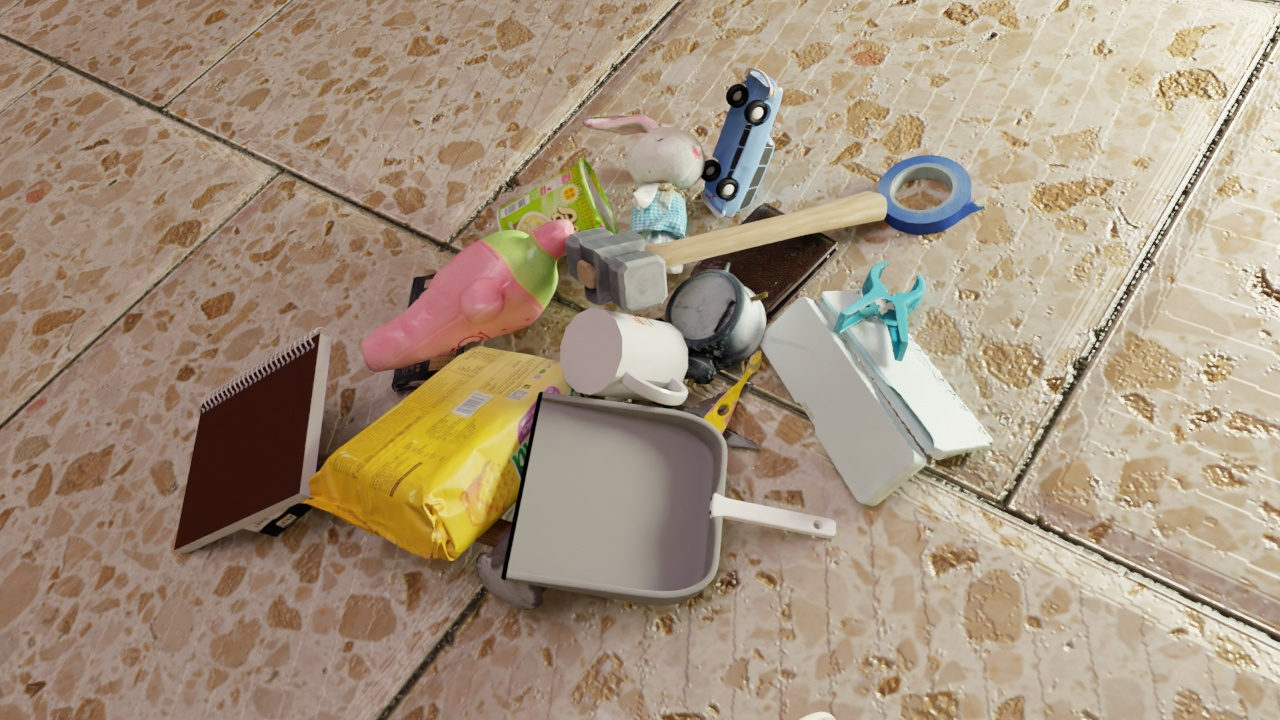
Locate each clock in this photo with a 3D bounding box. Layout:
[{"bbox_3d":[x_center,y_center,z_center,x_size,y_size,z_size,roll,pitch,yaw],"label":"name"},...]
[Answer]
[{"bbox_3d":[0.059,-0.028,0.862,0.129,0.052,0.090,-48,50,3],"label":"clock"}]

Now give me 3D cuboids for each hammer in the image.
[{"bbox_3d":[-0.191,0.134,0.830,0.329,0.052,0.097,12,41,32],"label":"hammer"},{"bbox_3d":[0.094,-0.115,0.857,0.322,0.051,0.117,-16,26,-23],"label":"hammer"}]

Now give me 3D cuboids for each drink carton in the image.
[{"bbox_3d":[-0.358,0.103,0.905,0.064,0.040,0.130,-36,48,25],"label":"drink carton"}]

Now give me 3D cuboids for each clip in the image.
[{"bbox_3d":[0.207,-0.056,0.828,0.113,0.028,0.126,34,43,17],"label":"clip"}]

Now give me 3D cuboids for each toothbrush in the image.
[{"bbox_3d":[0.078,0.040,0.829,0.021,0.016,0.135,27,57,14],"label":"toothbrush"}]

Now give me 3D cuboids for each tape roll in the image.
[{"bbox_3d":[0.285,-0.167,0.923,0.091,0.016,0.093,-24,52,0],"label":"tape roll"}]

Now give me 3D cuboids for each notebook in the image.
[{"bbox_3d":[-0.376,0.078,0.889,0.210,0.022,0.171,-24,55,32],"label":"notebook"}]

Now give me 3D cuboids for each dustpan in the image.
[{"bbox_3d":[0.031,0.118,0.746,0.257,0.033,0.162,12,60,-6],"label":"dustpan"}]

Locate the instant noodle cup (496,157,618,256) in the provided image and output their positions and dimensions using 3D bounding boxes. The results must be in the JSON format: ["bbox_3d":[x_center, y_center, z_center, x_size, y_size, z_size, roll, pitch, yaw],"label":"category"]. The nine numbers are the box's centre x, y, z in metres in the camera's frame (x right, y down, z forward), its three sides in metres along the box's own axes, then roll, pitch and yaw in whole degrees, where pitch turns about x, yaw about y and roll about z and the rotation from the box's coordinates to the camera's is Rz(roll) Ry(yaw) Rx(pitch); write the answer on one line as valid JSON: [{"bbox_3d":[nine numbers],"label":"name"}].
[{"bbox_3d":[-0.091,-0.152,0.988,0.108,0.099,0.098,-21,52,12],"label":"instant noodle cup"}]

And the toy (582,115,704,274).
[{"bbox_3d":[0.019,-0.182,0.948,0.106,0.131,0.205,-32,53,41],"label":"toy"}]

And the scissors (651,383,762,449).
[{"bbox_3d":[0.004,0.069,0.838,0.202,0.015,0.203,21,57,29],"label":"scissors"}]

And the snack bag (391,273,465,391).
[{"bbox_3d":[-0.221,-0.035,0.986,0.075,0.018,0.155,-7,54,12],"label":"snack bag"}]

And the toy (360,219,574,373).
[{"bbox_3d":[-0.163,-0.057,0.890,0.236,0.192,0.097,-33,97,-5],"label":"toy"}]

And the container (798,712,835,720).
[{"bbox_3d":[0.117,0.346,0.512,0.143,0.184,0.246,-36,51,3],"label":"container"}]

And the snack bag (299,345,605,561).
[{"bbox_3d":[-0.158,0.069,0.809,0.160,0.068,0.246,14,41,34],"label":"snack bag"}]

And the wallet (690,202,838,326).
[{"bbox_3d":[0.123,-0.099,0.918,0.119,0.031,0.099,-43,58,-16],"label":"wallet"}]

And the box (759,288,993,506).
[{"bbox_3d":[0.198,0.023,0.803,0.125,0.075,0.197,-14,51,-16],"label":"box"}]

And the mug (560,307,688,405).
[{"bbox_3d":[-0.005,0.005,0.808,0.105,0.089,0.074,43,112,36],"label":"mug"}]

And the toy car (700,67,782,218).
[{"bbox_3d":[0.108,-0.223,0.951,0.054,0.154,0.056,2,35,-27],"label":"toy car"}]
